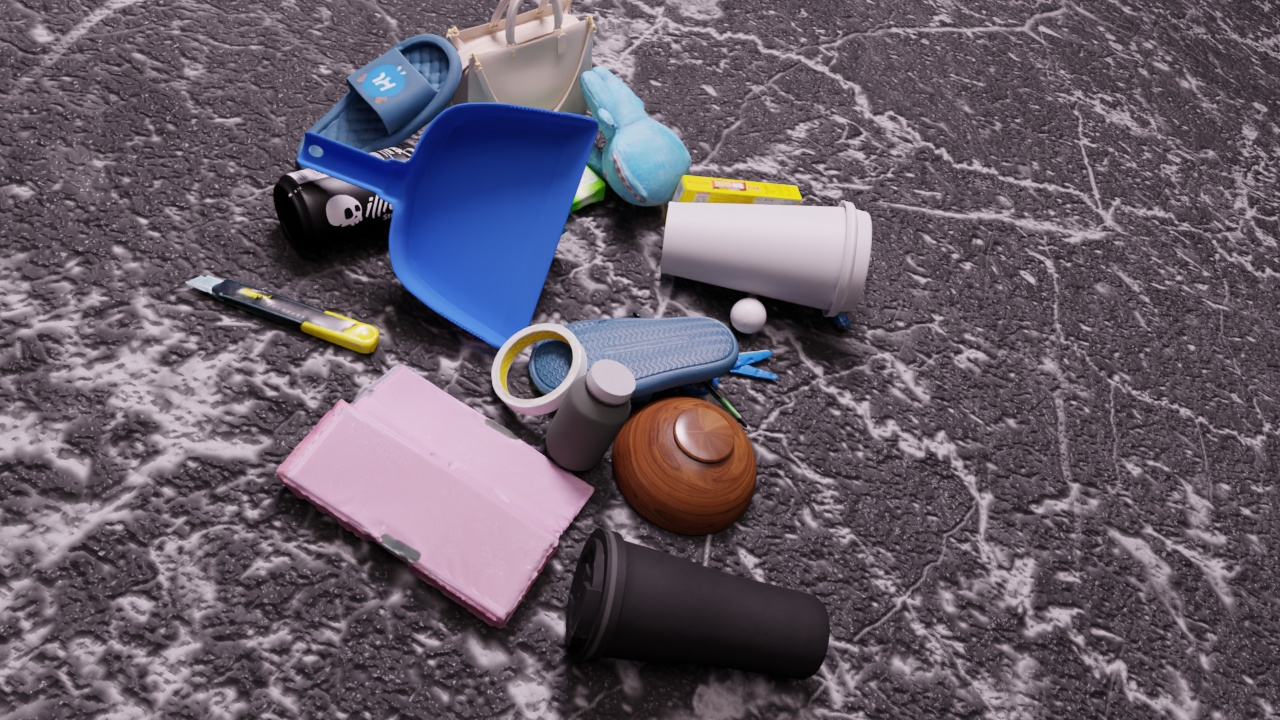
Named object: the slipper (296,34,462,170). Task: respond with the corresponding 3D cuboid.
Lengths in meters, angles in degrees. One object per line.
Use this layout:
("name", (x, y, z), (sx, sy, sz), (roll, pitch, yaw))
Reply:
("slipper", (-0.288, -0.276, 0.986), (0.214, 0.059, 0.103), (-38, 66, 4))

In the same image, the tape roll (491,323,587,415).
("tape roll", (-0.099, 0.008, 0.892), (0.094, 0.019, 0.093), (-10, 58, 16))

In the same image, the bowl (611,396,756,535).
("bowl", (0.052, 0.087, 0.885), (0.147, 0.069, 0.147), (10, 52, -13))

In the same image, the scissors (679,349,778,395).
("scissors", (0.090, -0.003, 1.007), (0.132, 0.020, 0.097), (-12, 62, -26))

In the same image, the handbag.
("handbag", (-0.139, -0.348, 1.052), (0.194, 0.198, 0.101), (-29, 70, -27))

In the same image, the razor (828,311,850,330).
("razor", (0.203, -0.088, 1.107), (0.043, 0.018, 0.141), (-29, 71, -24))

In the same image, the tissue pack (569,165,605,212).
("tissue pack", (-0.109, -0.216, 1.082), (0.099, 0.034, 0.114), (-28, 67, -37))

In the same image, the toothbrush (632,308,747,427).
("toothbrush", (0.053, 0.005, 0.967), (0.017, 0.014, 0.188), (-31, 59, -23))

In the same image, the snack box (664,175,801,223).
("snack box", (0.111, -0.183, 1.108), (0.152, 0.075, 0.025), (1, 56, -19))

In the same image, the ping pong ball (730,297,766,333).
("ping pong ball", (0.122, -0.050, 1.033), (0.040, 0.040, 0.040), (10, 52, -13))

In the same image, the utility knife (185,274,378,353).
("utility knife", (-0.343, -0.048, 0.881), (0.186, 0.020, 0.028), (19, 48, -4))

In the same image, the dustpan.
("dustpan", (-0.203, -0.162, 0.895), (0.257, 0.246, 0.059), (21, 9, -1))

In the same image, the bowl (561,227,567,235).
("bowl", (-0.142, -0.136, 0.985), (0.121, 0.121, 0.046), (16, 90, -7))

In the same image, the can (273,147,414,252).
("can", (-0.294, -0.168, 0.948), (0.145, 0.080, 0.080), (-25, 66, -33))

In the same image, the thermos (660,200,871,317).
("thermos", (0.138, -0.125, 1.039), (0.222, 0.132, 0.131), (8, 51, 2))

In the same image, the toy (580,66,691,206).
("toy", (-0.021, -0.260, 1.097), (0.180, 0.115, 0.183), (52, 29, -10))

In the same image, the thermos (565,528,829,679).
("thermos", (0.045, 0.213, 0.771), (0.218, 0.106, 0.105), (15, 50, -15))

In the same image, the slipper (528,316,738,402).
("slipper", (-0.006, 0.005, 0.929), (0.213, 0.059, 0.103), (-7, 48, -5))

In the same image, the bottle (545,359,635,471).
("bottle", (-0.045, 0.051, 0.847), (0.060, 0.109, 0.060), (17, 41, -16))

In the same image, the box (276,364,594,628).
("box", (-0.171, 0.103, 0.809), (0.233, 0.051, 0.179), (31, 49, 4))
